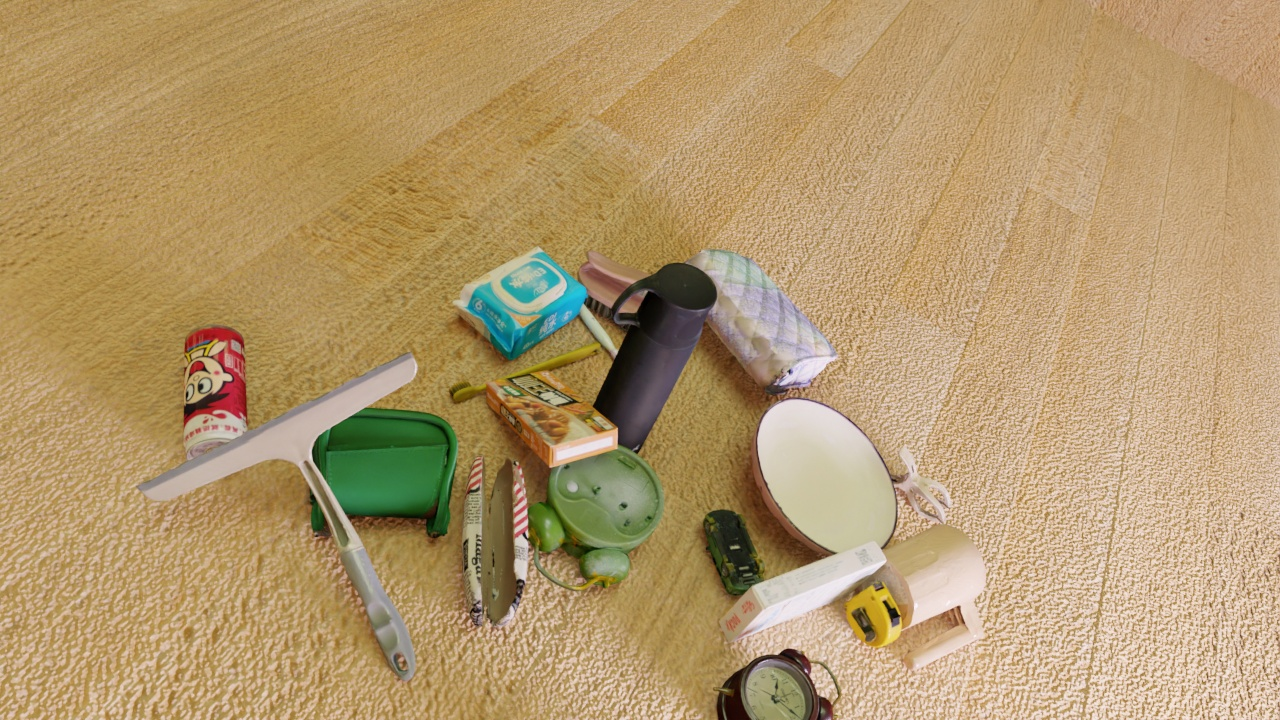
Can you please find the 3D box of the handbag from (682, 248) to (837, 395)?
[{"bbox_3d":[0.139,-0.046,1.112,0.134,0.076,0.194,-1,47,-53],"label":"handbag"}]

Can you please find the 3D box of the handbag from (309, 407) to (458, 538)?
[{"bbox_3d":[-0.239,0.107,0.851,0.131,0.068,0.120,7,58,-19],"label":"handbag"}]

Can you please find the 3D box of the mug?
[{"bbox_3d":[0.294,0.244,0.947,0.103,0.084,0.124,-14,84,-29],"label":"mug"}]

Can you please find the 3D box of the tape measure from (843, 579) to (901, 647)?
[{"bbox_3d":[0.230,0.256,0.914,0.028,0.060,0.057,-11,62,-32],"label":"tape measure"}]

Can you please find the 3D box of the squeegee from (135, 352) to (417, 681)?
[{"bbox_3d":[-0.249,0.156,0.777,0.246,0.039,0.246,-27,90,-5],"label":"squeegee"}]

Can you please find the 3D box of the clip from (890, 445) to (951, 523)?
[{"bbox_3d":[0.316,0.147,1.059,0.097,0.060,0.034,40,48,-2],"label":"clip"}]

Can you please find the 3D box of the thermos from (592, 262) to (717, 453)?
[{"bbox_3d":[-0.005,0.005,0.905,0.090,0.243,0.068,8,49,-15],"label":"thermos"}]

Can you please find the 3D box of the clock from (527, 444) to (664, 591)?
[{"bbox_3d":[-0.046,0.152,0.891,0.116,0.056,0.160,31,47,5],"label":"clock"}]

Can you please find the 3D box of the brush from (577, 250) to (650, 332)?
[{"bbox_3d":[-0.010,-0.077,1.091,0.145,0.073,0.063,31,48,7],"label":"brush"}]

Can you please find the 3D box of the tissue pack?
[{"bbox_3d":[-0.133,-0.067,1.037,0.090,0.063,0.139,41,48,14],"label":"tissue pack"}]

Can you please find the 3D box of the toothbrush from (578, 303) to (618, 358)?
[{"bbox_3d":[-0.051,-0.036,1.076,0.189,0.029,0.020,53,10,25],"label":"toothbrush"}]

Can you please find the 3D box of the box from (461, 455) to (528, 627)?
[{"bbox_3d":[-0.147,0.163,0.838,0.077,0.075,0.163,11,50,-23],"label":"box"}]

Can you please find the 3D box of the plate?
[{"bbox_3d":[0.194,0.131,1.002,0.192,0.039,0.192,19,49,-23],"label":"plate"}]

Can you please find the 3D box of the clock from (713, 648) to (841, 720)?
[{"bbox_3d":[0.126,0.307,0.829,0.121,0.055,0.082,-10,55,-25],"label":"clock"}]

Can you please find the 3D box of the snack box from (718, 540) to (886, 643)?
[{"bbox_3d":[0.158,0.225,0.893,0.156,0.085,0.027,-11,58,-30],"label":"snack box"}]

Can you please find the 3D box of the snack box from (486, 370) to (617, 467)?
[{"bbox_3d":[-0.092,0.056,0.930,0.075,0.026,0.154,-13,28,-29],"label":"snack box"}]

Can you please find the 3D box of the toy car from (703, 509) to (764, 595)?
[{"bbox_3d":[0.092,0.193,0.926,0.043,0.036,0.091,-3,54,-23],"label":"toy car"}]

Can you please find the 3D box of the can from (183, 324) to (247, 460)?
[{"bbox_3d":[-0.395,0.033,0.852,0.053,0.053,0.132,-2,52,-24],"label":"can"}]

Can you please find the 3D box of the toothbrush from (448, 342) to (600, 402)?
[{"bbox_3d":[-0.124,0.009,1.010,0.189,0.016,0.016,-20,55,-34],"label":"toothbrush"}]
